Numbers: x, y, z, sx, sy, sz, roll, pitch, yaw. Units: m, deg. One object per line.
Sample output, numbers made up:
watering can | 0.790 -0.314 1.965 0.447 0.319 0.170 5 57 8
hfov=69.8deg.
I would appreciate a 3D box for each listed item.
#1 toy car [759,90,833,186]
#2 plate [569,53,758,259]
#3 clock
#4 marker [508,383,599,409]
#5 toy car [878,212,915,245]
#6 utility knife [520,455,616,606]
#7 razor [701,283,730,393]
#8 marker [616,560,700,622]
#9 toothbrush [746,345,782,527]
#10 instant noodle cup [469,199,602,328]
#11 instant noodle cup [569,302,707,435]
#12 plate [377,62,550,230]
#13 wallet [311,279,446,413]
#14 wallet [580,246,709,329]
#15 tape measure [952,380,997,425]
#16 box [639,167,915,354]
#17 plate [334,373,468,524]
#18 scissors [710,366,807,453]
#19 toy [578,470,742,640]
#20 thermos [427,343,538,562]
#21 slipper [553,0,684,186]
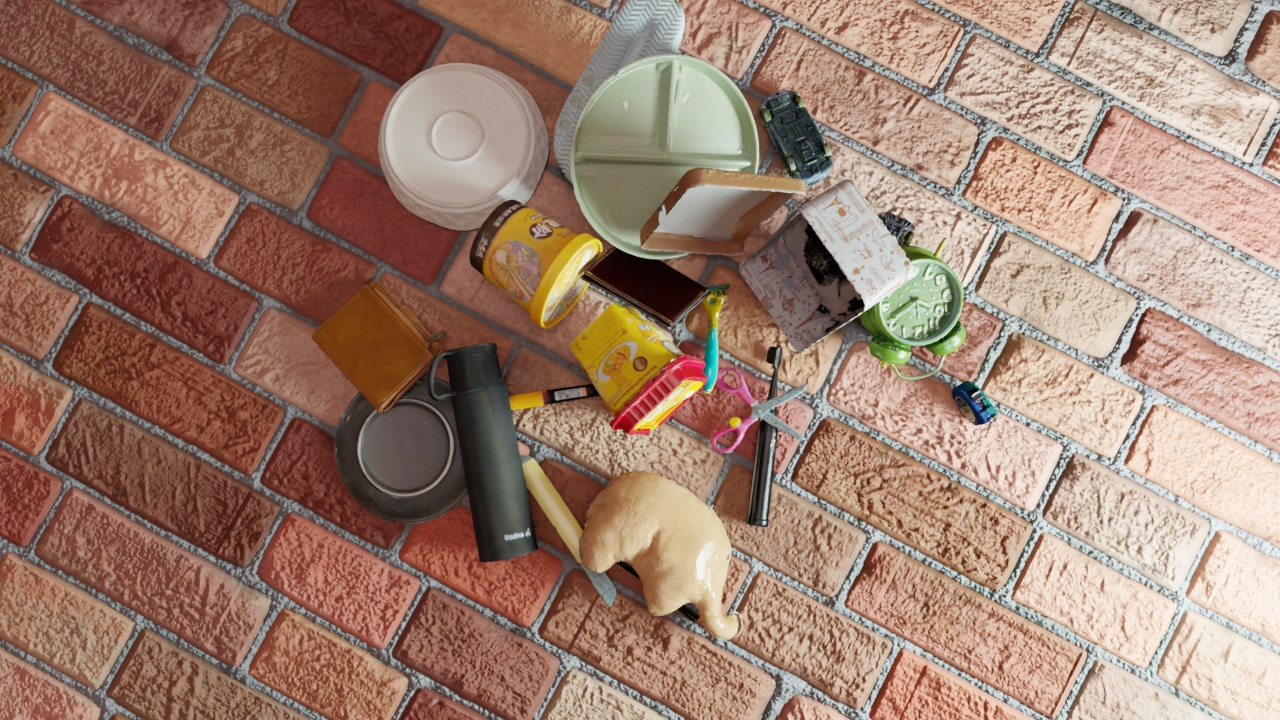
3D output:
toy car | 0.185 -0.266 1.096 0.054 0.037 0.120 -24 76 -1
plate | 0.027 -0.230 1.050 0.230 0.027 0.230 -6 111 -18
clock | 0.314 -0.055 1.058 0.116 0.056 0.161 -13 105 -4
marker | -0.097 0.042 1.086 0.124 0.015 0.018 -9 87 -3
toy car | 0.283 -0.121 1.086 0.049 0.031 0.106 22 98 -2
utility knife | -0.088 0.195 1.072 0.031 0.021 0.208 -35 80 1
razor | 0.083 -0.026 1.081 0.043 0.028 0.132 1 81 14
marker | 0.017 0.258 1.068 0.132 0.020 0.022 36 102 2
toothbrush | 0.148 0.087 1.076 0.026 0.027 0.212 12 83 -44
instant noodle cup | -0.123 -0.116 1.051 0.114 0.118 0.118 34 87 11
instant noodle cup | -0.006 0.006 1.038 0.116 0.116 0.123 -43 75 13
plate | -0.214 -0.261 1.093 0.205 0.045 0.205 0 86 1
wallet | -0.303 -0.024 1.074 0.119 0.035 0.130 -44 75 -7
wallet | 0.007 -0.089 1.054 0.122 0.020 0.096 31 44 15
tape measure | 0.387 0.049 1.062 0.025 0.058 0.054 -31 82 -2
box | 0.147 -0.126 1.000 0.271 0.180 0.132 29 69 -7
plate | -0.273 0.102 1.077 0.179 0.024 0.179 0 86 1
scissors | 0.131 0.053 1.067 0.133 0.017 0.131 -30 71 18
toy | 0.041 0.219 1.040 0.226 0.082 0.143 36 77 -1
thermos | -0.183 0.106 1.047 0.089 0.069 0.242 -11 87 -26
slipper | -0.022 -0.311 1.078 0.104 0.074 0.246 27 103 6
